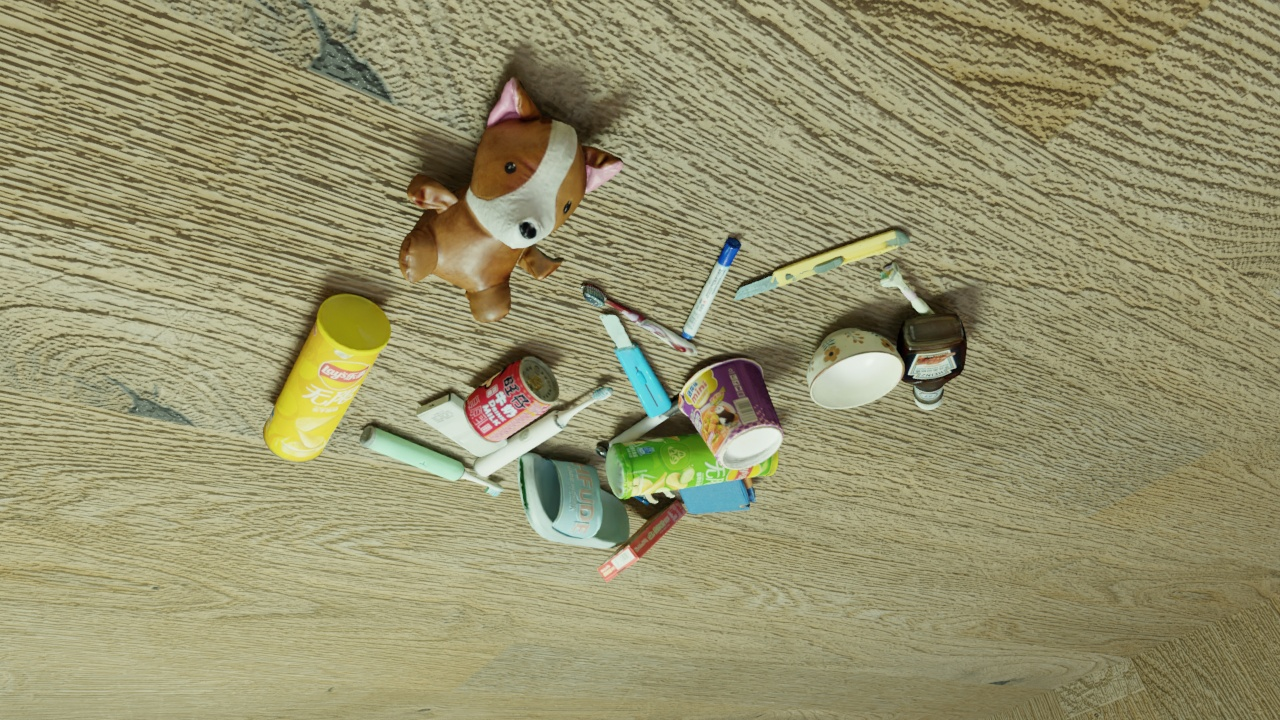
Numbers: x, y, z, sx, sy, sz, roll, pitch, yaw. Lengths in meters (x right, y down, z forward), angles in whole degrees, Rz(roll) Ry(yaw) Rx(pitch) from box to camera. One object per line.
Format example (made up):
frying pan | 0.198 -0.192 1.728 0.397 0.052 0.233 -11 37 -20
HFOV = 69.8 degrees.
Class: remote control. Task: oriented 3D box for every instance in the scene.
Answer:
remote control | -0.210 0.080 1.097 0.049 0.024 0.125 -24 141 16

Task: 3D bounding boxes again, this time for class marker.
marker | 0.009 0.082 1.165 0.131 0.018 0.022 -36 131 29
marker | 0.074 -0.073 0.978 0.017 0.016 0.146 3 141 -19

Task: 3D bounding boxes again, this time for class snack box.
snack box | 0.004 0.256 1.312 0.075 0.025 0.152 -41 175 34

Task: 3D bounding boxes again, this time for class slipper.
slipper | -0.076 0.191 1.218 0.074 0.104 0.245 -23 147 24

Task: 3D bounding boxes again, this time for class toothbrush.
toothbrush | -0.120 0.085 1.126 0.222 0.026 0.026 -32 157 25
toothbrush | 0.003 -0.039 1.002 0.016 0.017 0.187 -34 138 28
toothbrush | 0.326 -0.061 1.063 0.189 0.020 0.029 32 93 -45
toothbrush | -0.254 0.130 1.149 0.027 0.026 0.224 -48 134 10

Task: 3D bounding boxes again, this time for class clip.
clip | 0.011 0.147 1.254 0.035 0.080 0.104 -22 125 15

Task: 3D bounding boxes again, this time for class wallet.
wallet | 0.105 0.174 1.299 0.106 0.040 0.133 -9 145 11

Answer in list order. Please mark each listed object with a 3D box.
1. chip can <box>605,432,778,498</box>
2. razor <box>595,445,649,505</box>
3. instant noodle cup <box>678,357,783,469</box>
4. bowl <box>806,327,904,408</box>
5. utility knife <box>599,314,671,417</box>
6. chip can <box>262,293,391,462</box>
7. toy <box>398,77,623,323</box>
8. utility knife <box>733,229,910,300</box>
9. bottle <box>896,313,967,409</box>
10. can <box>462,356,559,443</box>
chip can | 0.066 0.128 1.178 0.221 0.072 0.073 -7 144 -17
razor | -0.026 0.150 1.243 0.022 0.043 0.143 -52 140 -16
instant noodle cup | 0.114 0.069 1.097 0.111 0.099 0.112 -15 143 -12
bowl | 0.249 0.002 1.088 0.113 0.062 0.114 -6 144 -5
utility knife | -0.006 0.006 1.062 0.034 0.018 0.207 -18 142 9
chip can | -0.328 0.023 0.950 0.072 0.072 0.214 13 138 -30
toy | -0.116 -0.128 0.776 0.140 0.130 0.200 30 117 -35
utility knife | 0.191 -0.102 0.978 0.195 0.020 0.031 -15 138 12
bottle | 0.356 0.007 1.127 0.080 0.044 0.195 -8 152 12
can | -0.144 0.043 1.030 0.094 0.066 0.066 -33 139 27
